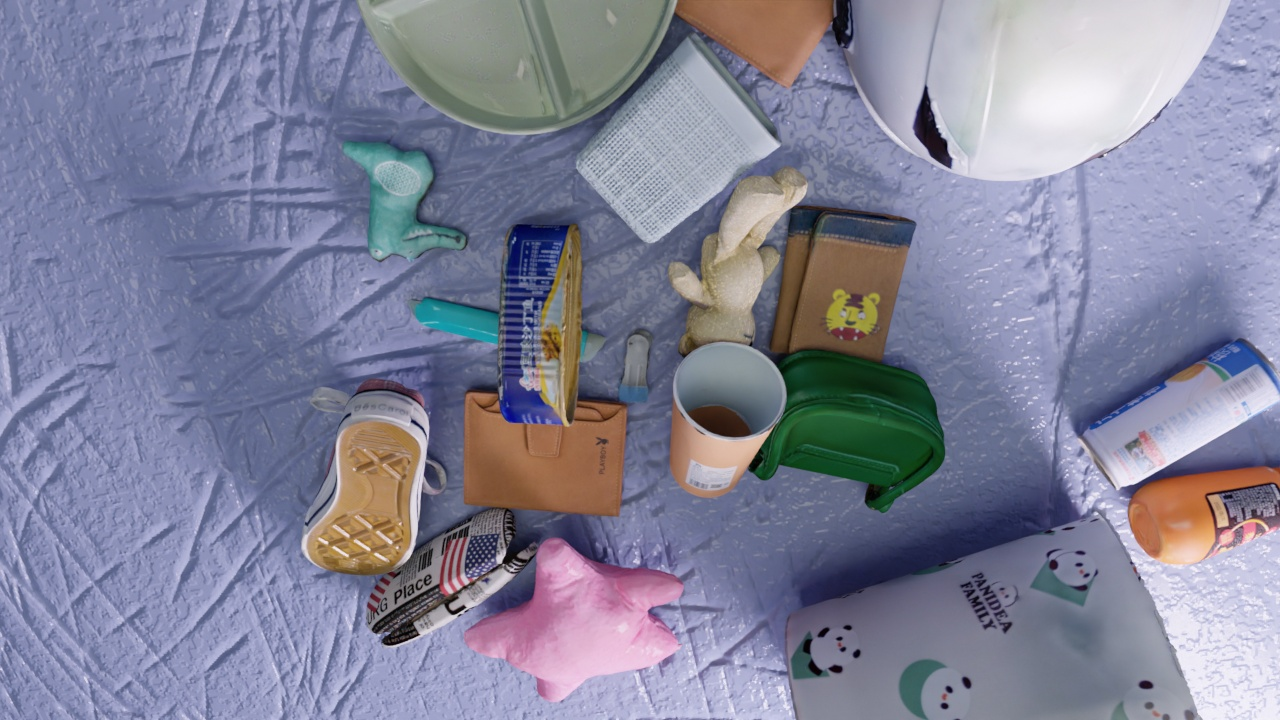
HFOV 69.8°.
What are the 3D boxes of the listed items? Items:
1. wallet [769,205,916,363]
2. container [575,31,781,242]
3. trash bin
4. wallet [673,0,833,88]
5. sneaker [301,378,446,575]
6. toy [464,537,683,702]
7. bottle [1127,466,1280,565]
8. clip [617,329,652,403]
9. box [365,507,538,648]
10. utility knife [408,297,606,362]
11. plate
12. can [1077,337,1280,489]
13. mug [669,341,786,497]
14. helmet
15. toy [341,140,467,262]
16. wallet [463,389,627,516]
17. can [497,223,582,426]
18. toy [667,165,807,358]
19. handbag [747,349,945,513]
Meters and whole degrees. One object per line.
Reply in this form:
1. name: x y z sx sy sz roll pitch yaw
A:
1. wallet: 0.147 -0.055 0.681 0.090 0.033 0.115 7 114 0
2. container: 0.023 -0.148 0.623 0.112 0.089 0.090 -40 103 18
3. trash bin: 0.259 0.255 0.699 0.252 0.229 0.229 -18 109 16
4. wallet: 0.085 -0.268 0.605 0.119 0.035 0.131 28 109 -13
5. sneaker: -0.211 0.087 0.727 0.118 0.087 0.242 14 135 -14
6. toy: -0.046 0.230 0.778 0.178 0.074 0.195 24 122 -21
7. bottle: 0.463 0.112 0.711 0.149 0.066 0.067 -15 109 2
8. clip: -0.004 0.004 0.720 0.026 0.038 0.058 8 113 2
9. box: -0.168 0.178 0.771 0.164 0.075 0.082 -31 94 16
10. utility knife: -0.105 -0.025 0.717 0.157 0.013 0.029 13 108 1
11. plate: -0.082 -0.266 0.599 0.230 0.027 0.230 4 110 12
12. can: 0.403 0.042 0.689 0.135 0.053 0.053 -35 105 15
13. mug: 0.057 0.052 0.679 0.078 0.078 0.123 8 147 0
14. helmet: 0.236 -0.211 0.531 0.229 0.145 0.259 2 123 0
15. toy: -0.174 -0.113 0.680 0.096 0.030 0.092 9 116 -8
16. wallet: -0.077 0.075 0.744 0.132 0.031 0.108 5 112 0
17. can: -0.072 -0.026 0.671 0.049 0.074 0.148 2 91 5
18. toy: 0.071 -0.066 0.643 0.066 0.104 0.158 44 136 26
19. handbag: 0.154 0.059 0.694 0.131 0.067 0.120 12 131 -6
